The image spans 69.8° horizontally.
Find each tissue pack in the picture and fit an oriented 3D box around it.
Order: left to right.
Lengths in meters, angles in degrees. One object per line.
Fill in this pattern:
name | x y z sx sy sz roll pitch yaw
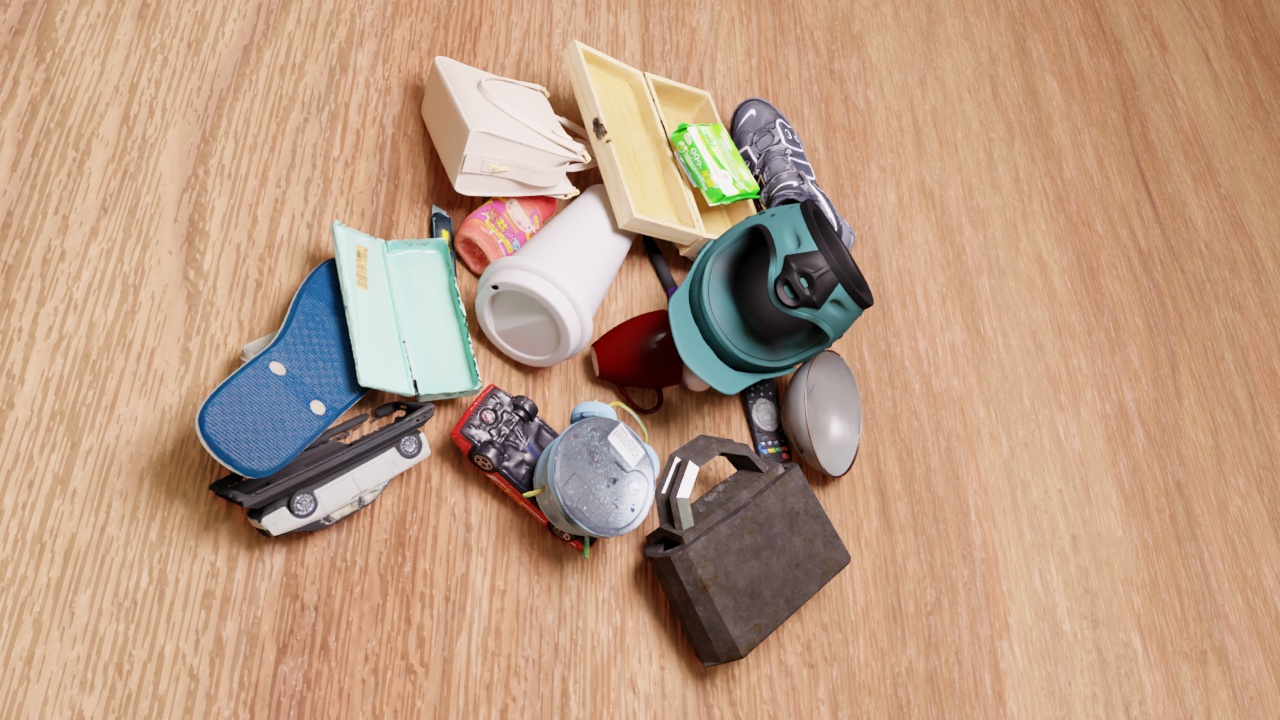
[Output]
tissue pack | 0.091 -0.239 1.116 0.099 0.034 0.114 -23 83 -53

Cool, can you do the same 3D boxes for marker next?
marker | 0.032 -0.099 1.126 0.018 0.015 0.134 -7 67 -51

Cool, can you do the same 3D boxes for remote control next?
remote control | 0.146 0.056 1.103 0.045 0.021 0.140 -3 72 -27

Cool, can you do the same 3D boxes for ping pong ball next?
ping pong ball | 0.067 0.016 1.070 0.040 0.040 0.040 11 61 -21

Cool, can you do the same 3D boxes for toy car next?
toy car | -0.277 0.104 0.838 0.191 0.094 0.071 -30 111 -36
toy car | -0.103 0.110 0.929 0.189 0.056 0.081 43 55 -13

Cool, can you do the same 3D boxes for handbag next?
handbag | -0.133 -0.260 1.057 0.197 0.101 0.194 2 40 -30
handbag | 0.089 0.177 0.959 0.196 0.103 0.199 -28 96 -35

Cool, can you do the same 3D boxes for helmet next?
helmet | 0.132 -0.065 1.007 0.176 0.201 0.274 57 19 -2

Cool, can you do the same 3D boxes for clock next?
clock | -0.038 0.106 0.906 0.118 0.060 0.161 50 51 -12

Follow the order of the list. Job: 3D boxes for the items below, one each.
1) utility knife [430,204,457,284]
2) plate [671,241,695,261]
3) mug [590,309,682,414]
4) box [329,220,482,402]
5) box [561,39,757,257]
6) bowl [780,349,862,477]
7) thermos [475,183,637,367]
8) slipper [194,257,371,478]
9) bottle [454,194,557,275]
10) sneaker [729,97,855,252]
utility knife | -0.215 -0.098 1.002 0.028 0.020 0.172 4 62 -29
plate | 0.096 -0.187 1.204 0.156 0.014 0.156 12 60 -21
mug | -0.006 0.006 1.026 0.088 0.087 0.114 -11 98 -12
box | -0.238 -0.048 0.920 0.138 0.052 0.186 2 58 -36
box | 0.032 -0.249 1.120 0.253 0.068 0.246 9 56 -50
bowl | 0.207 0.064 1.091 0.150 0.057 0.150 12 75 -51
thermos | -0.079 -0.105 1.016 0.131 0.132 0.221 37 47 -6
slipper | -0.314 0.008 0.864 0.118 0.060 0.294 42 36 -14
bottle | -0.149 -0.154 1.042 0.071 0.049 0.133 54 50 -16
sneaker | 0.179 -0.229 1.179 0.252 0.097 0.150 60 16 4
